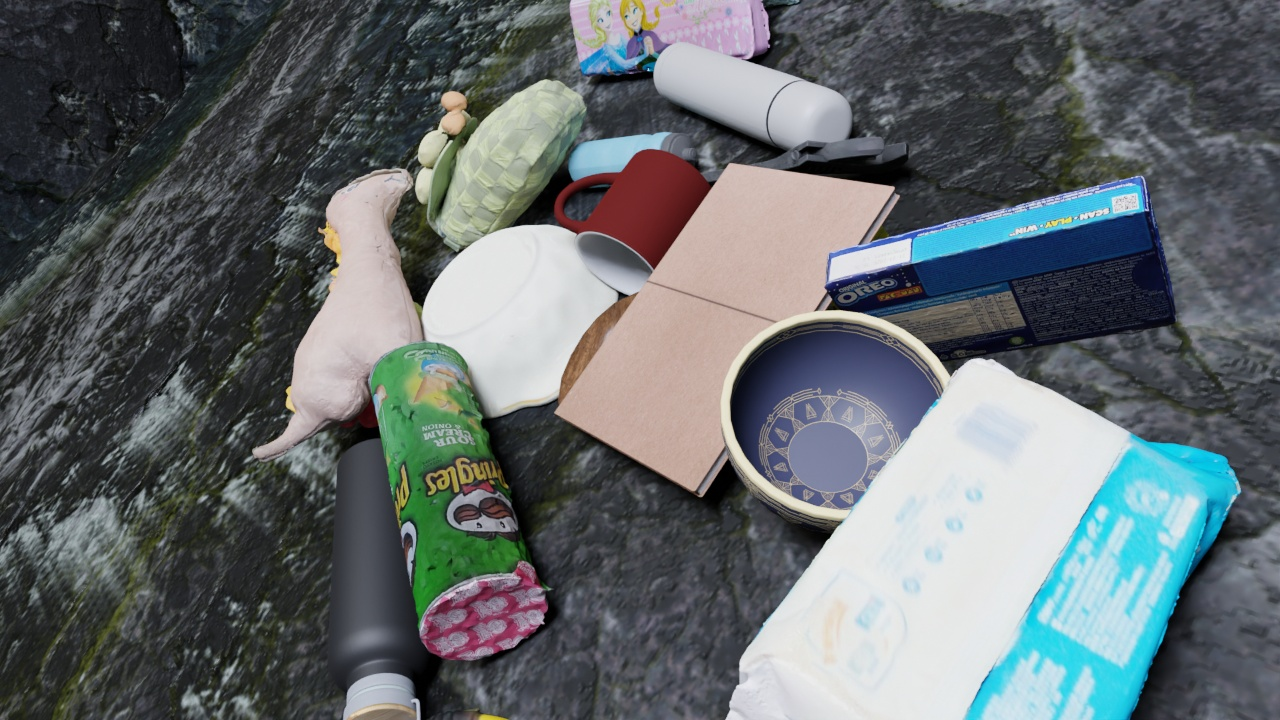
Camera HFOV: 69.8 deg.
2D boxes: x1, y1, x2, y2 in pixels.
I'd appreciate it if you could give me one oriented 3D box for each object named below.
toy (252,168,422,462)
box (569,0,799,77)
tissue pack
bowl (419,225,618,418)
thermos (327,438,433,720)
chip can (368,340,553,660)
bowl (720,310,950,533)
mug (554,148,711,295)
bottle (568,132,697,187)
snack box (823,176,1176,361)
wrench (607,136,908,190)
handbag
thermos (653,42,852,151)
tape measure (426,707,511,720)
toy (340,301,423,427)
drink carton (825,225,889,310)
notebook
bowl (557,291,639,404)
[{"bbox_3d":[-0.253,-0.055,0.765,0.196,0.065,0.264,-34,47,3],"label":"toy"},{"bbox_3d":[0.042,-0.329,0.880,0.096,0.085,0.231,-26,25,-38],"label":"box"},{"bbox_3d":[0.132,0.087,0.345,0.117,0.066,0.208,30,61,26],"label":"tissue pack"},{"bbox_3d":[-0.110,-0.046,0.725,0.188,0.060,0.219,-44,37,-5],"label":"bowl"},{"bbox_3d":[-0.163,0.147,0.577,0.061,0.061,0.231,-32,39,10],"label":"thermos"},{"bbox_3d":[-0.122,0.076,0.584,0.075,0.075,0.223,-36,44,6],"label":"chip can"},{"bbox_3d":[0.096,0.038,0.460,0.112,0.061,0.112,-2,58,3],"label":"bowl"},{"bbox_3d":[-0.010,-0.107,0.675,0.106,0.073,0.082,27,68,15],"label":"mug"},{"bbox_3d":[-0.005,-0.169,0.773,0.130,0.040,0.040,6,57,43],"label":"bottle"},{"bbox_3d":[0.177,-0.038,0.460,0.150,0.082,0.027,-11,48,31],"label":"snack box"},{"bbox_3d":[0.071,-0.136,0.674,0.274,0.073,0.018,2,92,47],"label":"wrench"},{"bbox_3d":[-0.135,-0.188,0.821,0.187,0.117,0.113,-35,25,50],"label":"handbag"},{"bbox_3d":[0.084,-0.209,0.729,0.052,0.052,0.224,-42,38,-3],"label":"thermos"},{"bbox_3d":[-0.082,0.199,0.459,0.067,0.062,0.038,-19,42,26],"label":"tape measure"},{"bbox_3d":[-0.223,0.001,0.783,0.092,0.045,0.134,-14,47,23],"label":"toy"},{"bbox_3d":[0.095,-0.071,0.595,0.058,0.043,0.135,-53,39,-8],"label":"drink carton"},{"bbox_3d":[0.046,-0.031,0.562,0.141,0.008,0.209,24,75,49],"label":"notebook"},{"bbox_3d":[-0.004,0.004,0.614,0.102,0.026,0.114,0,55,41],"label":"bowl"}]
